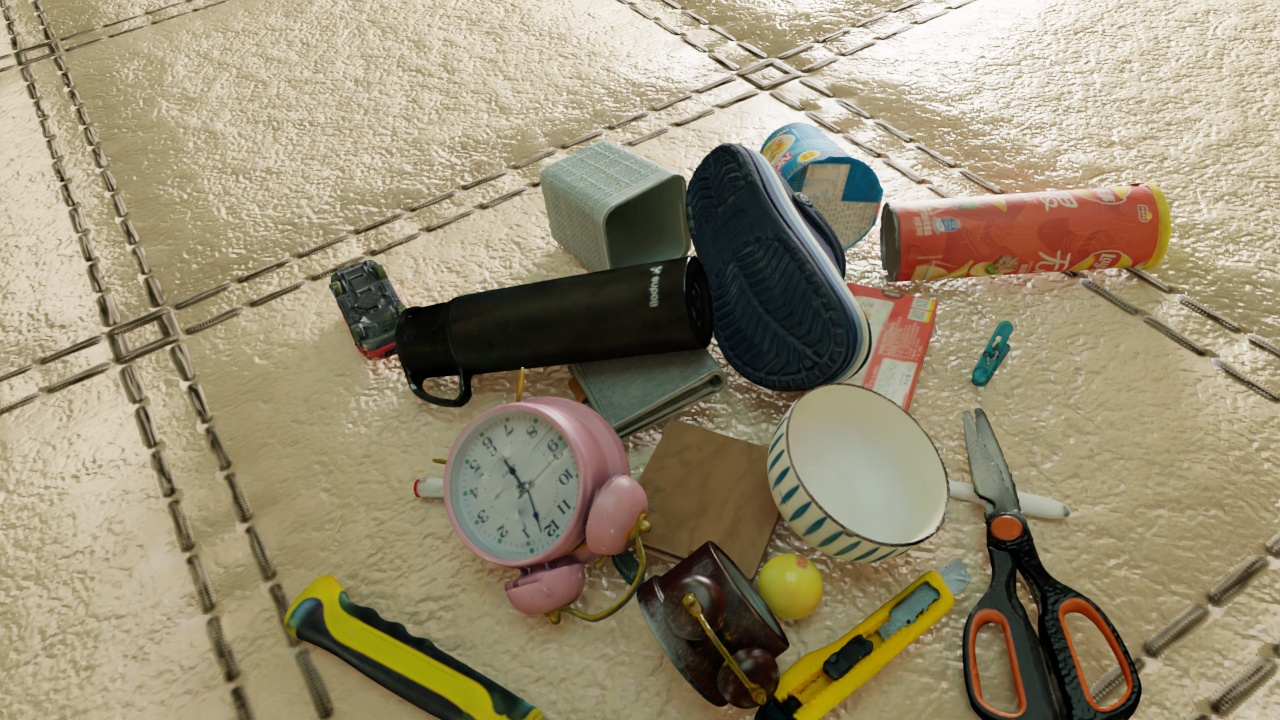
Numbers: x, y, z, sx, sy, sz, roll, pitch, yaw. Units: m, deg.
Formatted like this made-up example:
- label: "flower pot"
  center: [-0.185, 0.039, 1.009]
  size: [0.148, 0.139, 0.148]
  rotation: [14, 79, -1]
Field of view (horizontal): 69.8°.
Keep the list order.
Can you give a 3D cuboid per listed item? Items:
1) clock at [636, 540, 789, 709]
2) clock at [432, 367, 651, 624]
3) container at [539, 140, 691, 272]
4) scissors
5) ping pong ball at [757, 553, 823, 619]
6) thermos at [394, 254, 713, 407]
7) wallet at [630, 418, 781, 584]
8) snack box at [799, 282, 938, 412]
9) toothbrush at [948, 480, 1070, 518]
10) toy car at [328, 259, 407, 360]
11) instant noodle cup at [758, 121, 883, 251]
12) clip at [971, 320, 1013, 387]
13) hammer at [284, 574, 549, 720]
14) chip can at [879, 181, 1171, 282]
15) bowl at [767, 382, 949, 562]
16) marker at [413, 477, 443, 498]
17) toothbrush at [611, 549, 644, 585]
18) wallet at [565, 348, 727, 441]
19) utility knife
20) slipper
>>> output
- label: "clock"
  center: [0.042, 0.150, 0.515]
  size: [0.055, 0.122, 0.082]
  rotation: [-38, 91, 2]
- label: "clock"
  center: [-0.058, 0.093, 0.586]
  size: [0.117, 0.059, 0.158]
  rotation: [-45, 71, 10]
- label: "container"
  center: [-0.025, -0.134, 0.822]
  size: [0.089, 0.090, 0.111]
  rotation: [-31, 47, -23]
- label: "scissors"
  center: [0.247, 0.119, 0.570]
  size: [0.140, 0.022, 0.234]
  rotation: [5, 53, 29]
- label: "ping pong ball"
  center: [0.093, 0.140, 0.568]
  size: [0.040, 0.040, 0.040]
  rotation: [-3, 45, 3]
- label: "thermos"
  center: [-0.068, -0.017, 0.697]
  size: [0.243, 0.068, 0.090]
  rotation: [-8, 72, 21]
- label: "wallet"
  center: [0.047, 0.094, 0.626]
  size: [0.101, 0.020, 0.115]
  rotation: [15, 44, 17]
- label: "snack box"
  center: [0.176, 0.002, 0.705]
  size: [0.075, 0.025, 0.152]
  rotation: [13, 48, 20]
- label: "toothbrush"
  center: [0.199, 0.083, 0.629]
  size: [0.180, 0.016, 0.016]
  rotation: [11, 54, 16]
- label: "toy car"
  center: [-0.226, -0.041, 0.781]
  size: [0.053, 0.045, 0.120]
  rotation: [-25, 43, -14]
- label: "instant noodle cup"
  center: [0.153, -0.161, 0.829]
  size: [0.099, 0.099, 0.109]
  rotation: [-10, 37, -3]
- label: "clip"
  center: [0.269, -0.002, 0.702]
  size: [0.013, 0.034, 0.055]
  rotation: [24, 62, 30]
- label: "hammer"
  center: [-0.080, 0.208, 0.528]
  size: [0.324, 0.032, 0.125]
  rotation: [19, 50, 23]
- label: "chip can"
  center: [0.313, -0.106, 0.764]
  size: [0.217, 0.073, 0.073]
  rotation: [-3, 45, 5]
- label: "bowl"
  center: [0.131, 0.080, 0.593]
  size: [0.116, 0.066, 0.116]
  rotation: [13, 51, -16]
- label: "marker"
  center: [-0.092, 0.090, 0.643]
  size: [0.145, 0.017, 0.017]
  rotation: [-1, 45, 17]
- label: "toothbrush"
  center: [-0.052, 0.089, 0.652]
  size: [0.016, 0.018, 0.191]
  rotation: [-27, 50, -20]
- label: "wallet"
  center: [-0.004, 0.004, 0.713]
  size: [0.106, 0.037, 0.129]
  rotation: [-28, 40, -3]
- label: "utility knife"
  center: [0.134, 0.160, 0.531]
  size: [0.176, 0.015, 0.033]
  rotation: [-28, 44, -27]
- label: "slipper"
  center: [0.108, -0.070, 0.726]
  size: [0.095, 0.105, 0.252]
  rotation: [12, 42, -35]
